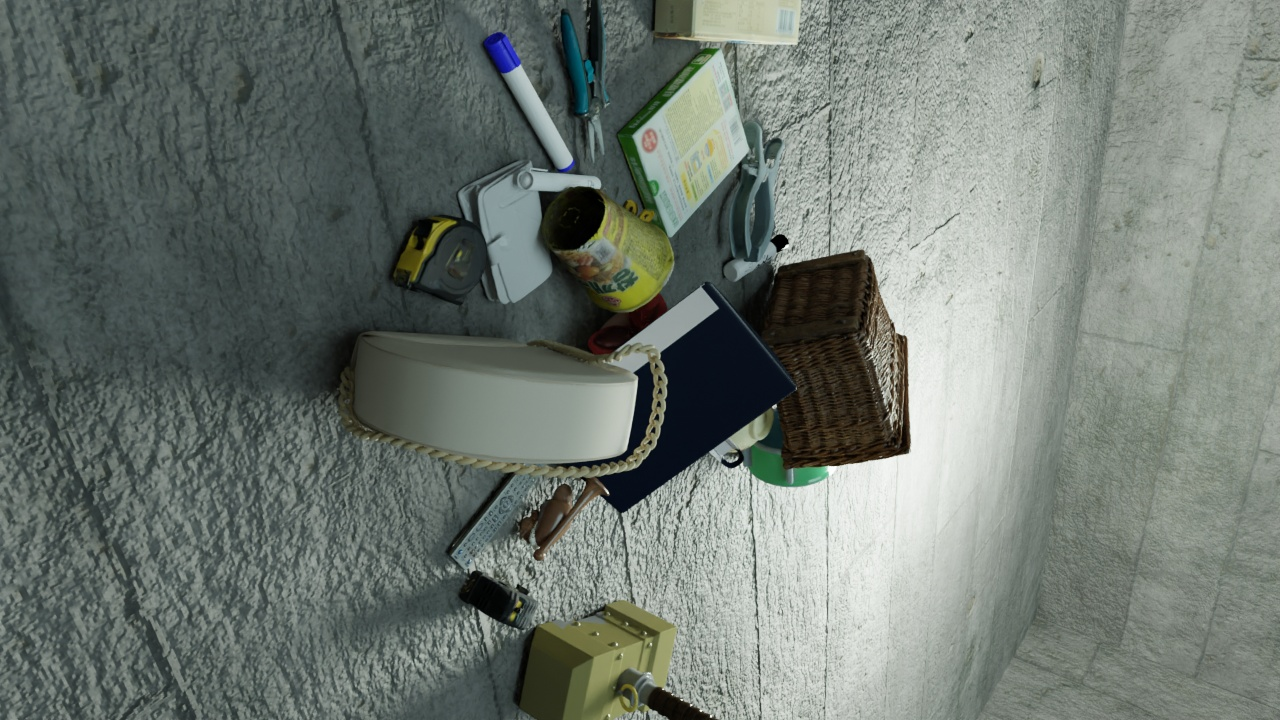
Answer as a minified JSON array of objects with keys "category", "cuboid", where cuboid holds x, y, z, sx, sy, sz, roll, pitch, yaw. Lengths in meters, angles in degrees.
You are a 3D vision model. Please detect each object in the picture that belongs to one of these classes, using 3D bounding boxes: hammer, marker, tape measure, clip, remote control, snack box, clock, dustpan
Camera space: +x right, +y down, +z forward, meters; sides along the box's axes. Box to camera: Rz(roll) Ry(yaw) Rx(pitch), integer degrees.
[{"category":"hammer","cuboid":[0.048,0.381,0.986,0.190,0.325,0.101,2,102,-53]},{"category":"marker","cuboid":[0.150,-0.133,1.170,0.125,0.025,0.025,-33,128,-41]},{"category":"tape measure","cuboid":[-0.163,-0.085,0.767,0.071,0.042,0.072,21,84,-50]},{"category":"clip","cuboid":[0.149,-0.200,1.127,0.108,0.028,0.163,4,94,-55]},{"category":"remote control","cuboid":[-0.140,0.145,0.911,0.136,0.013,0.033,-54,140,-24]},{"category":"marker","cuboid":[-0.096,-0.226,0.815,0.020,0.020,0.141,-56,140,-22]},{"category":"snack box","cuboid":[0.052,-0.237,0.997,0.167,0.027,0.132,-50,137,-27]},{"category":"clock","cuboid":[0.221,0.113,1.275,0.161,0.122,0.075,-30,125,-38]},{"category":"snack box","cuboid":[0.099,-0.415,0.964,0.206,0.055,0.153,-19,118,-47]},{"category":"tape measure","cuboid":[-0.133,0.239,0.912,0.062,0.067,0.038,42,70,-51]},{"category":"marker","cuboid":[-0.071,-0.166,0.850,0.133,0.017,0.020,-19,124,-63]},{"category":"dustpan","cuboid":[0.044,0.057,0.990,0.236,0.080,0.273,-37,122,11]},{"category":"clip","cuboid":[-0.009,-0.145,0.967,0.052,0.035,0.046,-2,124,-51]}]

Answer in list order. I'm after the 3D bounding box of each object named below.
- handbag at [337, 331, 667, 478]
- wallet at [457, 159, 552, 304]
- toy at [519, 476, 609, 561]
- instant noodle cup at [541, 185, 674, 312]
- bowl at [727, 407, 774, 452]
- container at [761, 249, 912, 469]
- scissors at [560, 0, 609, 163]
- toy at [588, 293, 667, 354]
[{"category":"handbag","cuboid":[-0.111,0.020,0.734,0.210,0.209,0.103,2,99,-53]},{"category":"wallet","cuboid":[-0.114,-0.115,0.827,0.086,0.032,0.116,-44,135,-37]},{"category":"toy","cuboid":[-0.085,0.160,0.950,0.101,0.055,0.041,-50,124,-17]},{"category":"instant noodle cup","cuboid":[-0.035,-0.109,0.867,0.108,0.102,0.102,34,76,-55]},{"category":"bowl","cuboid":[0.128,0.070,1.179,0.117,0.074,0.118,-24,122,-46]},{"category":"container","cuboid":[0.248,-0.012,1.181,0.249,0.162,0.183,-71,144,-51]},{"category":"scissors","cuboid":[-0.050,-0.267,0.859,0.149,0.019,0.122,45,64,-56]},{"category":"toy","cuboid":[-0.006,0.006,0.974,0.124,0.097,0.132,-52,164,-26]}]
